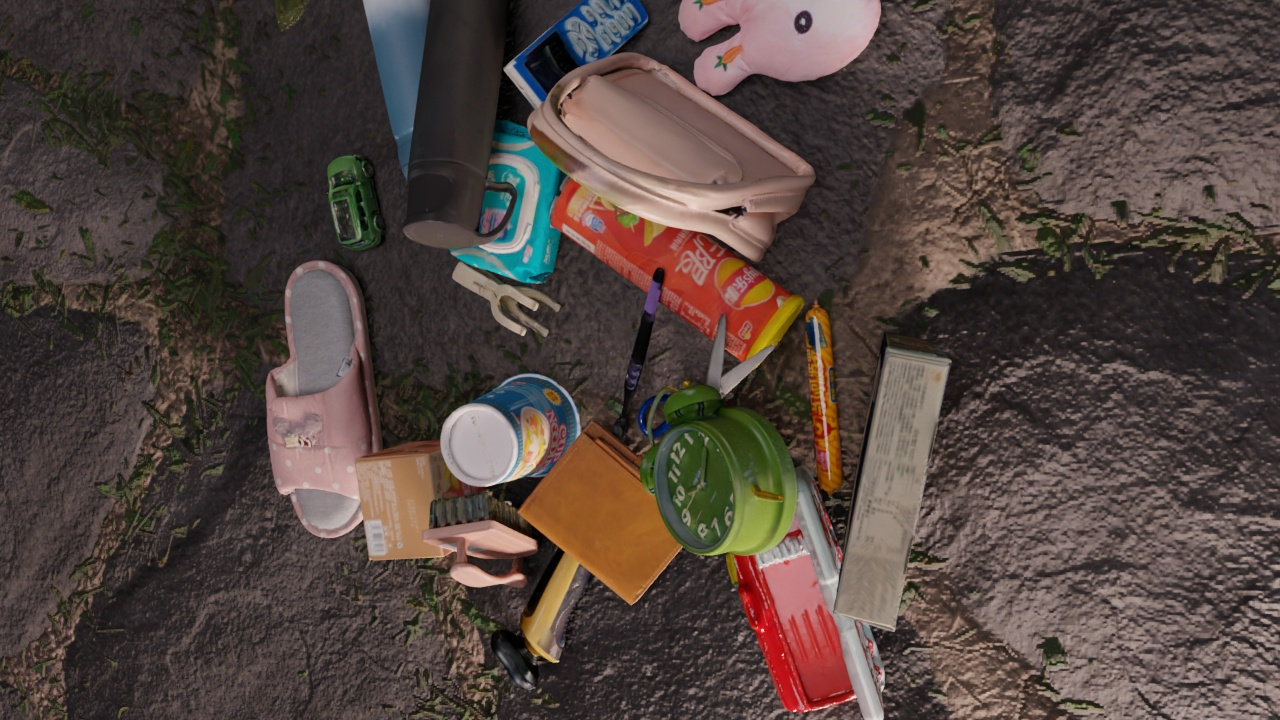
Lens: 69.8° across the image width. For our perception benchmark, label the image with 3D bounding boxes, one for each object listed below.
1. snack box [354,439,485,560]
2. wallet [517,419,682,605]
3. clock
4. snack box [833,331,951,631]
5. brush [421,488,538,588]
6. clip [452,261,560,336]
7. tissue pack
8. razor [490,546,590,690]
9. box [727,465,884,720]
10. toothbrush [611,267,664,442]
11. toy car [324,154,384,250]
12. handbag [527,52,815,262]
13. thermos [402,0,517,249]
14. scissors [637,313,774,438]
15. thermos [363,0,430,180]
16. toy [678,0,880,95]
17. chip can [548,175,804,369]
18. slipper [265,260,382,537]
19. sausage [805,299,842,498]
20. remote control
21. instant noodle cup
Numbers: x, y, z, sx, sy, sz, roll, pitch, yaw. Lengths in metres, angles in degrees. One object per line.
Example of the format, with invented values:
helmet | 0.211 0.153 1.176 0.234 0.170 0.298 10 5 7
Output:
snack box | -0.197 0.124 0.841 0.077 0.094 0.093 -7 93 19
wallet | -0.020 0.127 0.794 0.130 0.035 0.119 40 90 -1
clock | 0.053 0.086 0.723 0.161 0.056 0.116 50 131 39
snack box | 0.181 0.075 0.665 0.046 0.182 0.178 11 98 14
brush | -0.131 0.161 0.798 0.063 0.146 0.073 -11 68 10
clip | -0.126 -0.057 0.815 0.104 0.086 0.035 29 104 2
tissue pack | -0.113 -0.141 0.811 0.093 0.050 0.133 15 99 18
razor | -0.083 0.216 0.836 0.067 0.062 0.167 23 98 -15
box | 0.125 0.192 0.738 0.095 0.100 0.201 -19 88 12
toothbrush | -0.005 0.004 0.772 0.014 0.016 0.189 23 125 12
toy car | -0.274 -0.151 0.873 0.043 0.036 0.091 -12 88 20
handbag | 0.010 -0.149 0.672 0.193 0.233 0.093 36 113 13
thermos | -0.142 -0.215 0.771 0.090 0.069 0.242 7 77 -17
scissors | 0.052 0.034 0.760 0.163 0.012 0.162 2 119 36
thermos | -0.205 -0.265 0.823 0.070 0.070 0.220 -11 92 19
toy | 0.106 -0.273 0.727 0.160 0.054 0.121 -18 89 27
chip can | 0.027 -0.081 0.760 0.216 0.073 0.073 35 105 12
slipper | -0.312 0.040 0.893 0.114 0.054 0.274 3 96 18
sausage | 0.151 0.032 0.755 0.021 0.021 0.165 -5 94 19
remote control | -0.052 -0.265 0.767 0.125 0.024 0.049 -42 110 -6
instant noodle cup | -0.118 0.066 0.802 0.099 0.109 0.099 2 97 18
